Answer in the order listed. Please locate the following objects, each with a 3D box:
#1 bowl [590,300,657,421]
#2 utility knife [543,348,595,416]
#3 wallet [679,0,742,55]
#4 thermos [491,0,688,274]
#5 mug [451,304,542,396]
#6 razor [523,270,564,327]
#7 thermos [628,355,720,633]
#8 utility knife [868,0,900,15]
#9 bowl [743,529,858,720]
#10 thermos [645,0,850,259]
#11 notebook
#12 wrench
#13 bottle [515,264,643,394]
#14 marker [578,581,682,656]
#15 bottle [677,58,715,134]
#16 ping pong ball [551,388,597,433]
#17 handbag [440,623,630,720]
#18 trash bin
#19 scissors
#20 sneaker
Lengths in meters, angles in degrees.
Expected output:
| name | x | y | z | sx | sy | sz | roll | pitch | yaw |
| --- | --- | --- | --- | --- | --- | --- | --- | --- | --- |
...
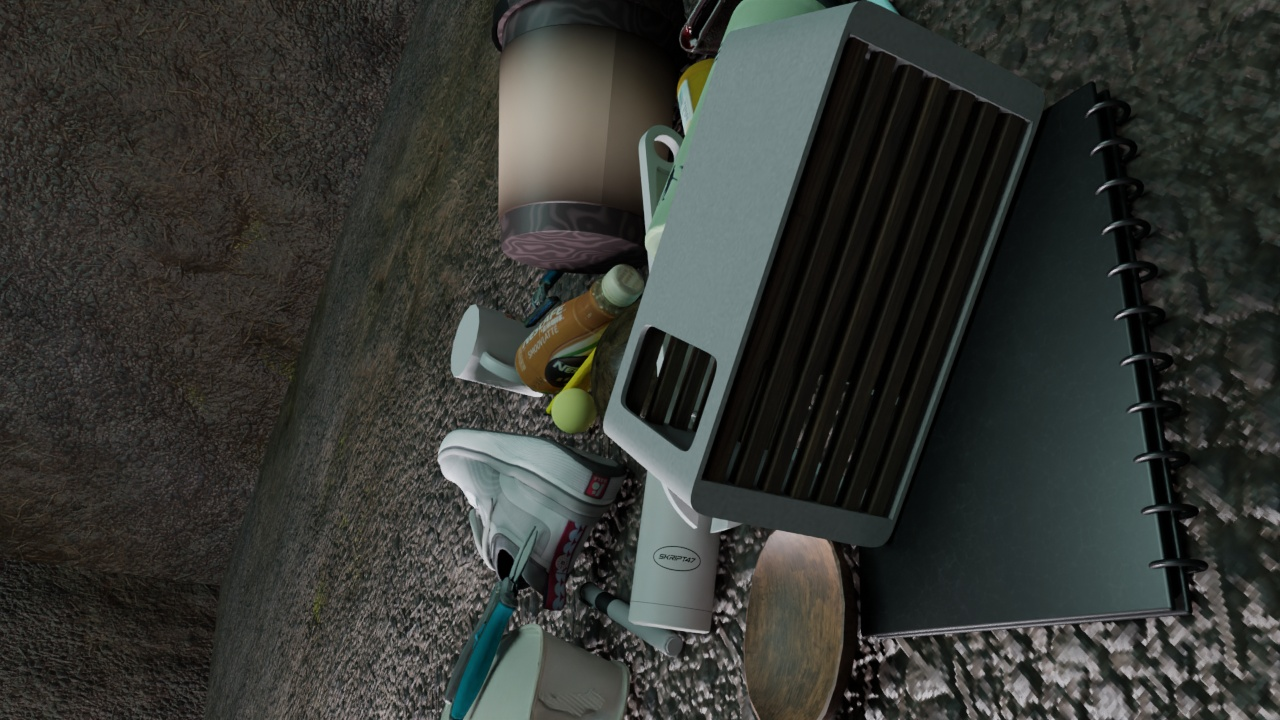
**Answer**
| name | x | y | z | sx | sy | sz | roll | pitch | yaw |
| --- | --- | --- | --- | --- | --- | --- | --- | --- | --- |
| bowl | -0.004 | 0.004 | 0.707 | 0.122 | 0.056 | 0.121 | -39 | 43 | 49 |
| utility knife | -0.031 | -0.007 | 0.794 | 0.207 | 0.030 | 0.018 | -53 | 58 | 39 |
| wallet | 0.082 | -0.274 | 0.657 | 0.031 | 0.099 | 0.120 | 42 | 119 | 14 |
| thermos | -0.047 | -0.200 | 0.791 | 0.173 | 0.172 | 0.226 | -14 | 71 | 60 |
| mug | -0.131 | -0.003 | 0.917 | 0.073 | 0.089 | 0.105 | -67 | 28 | 15 |
| razor | -0.080 | -0.081 | 0.877 | 0.042 | 0.022 | 0.143 | -41 | 15 | 31 |
| thermos | 0.032 | 0.063 | 0.610 | 0.052 | 0.052 | 0.224 | -19 | 59 | 59 |
| utility knife | 0.159 | -0.185 | 0.546 | 0.022 | 0.015 | 0.119 | -53 | 37 | 34 |
| bowl | 0.089 | 0.141 | 0.483 | 0.102 | 0.026 | 0.114 | 164 | 116 | -70 |
| thermos | 0.079 | -0.160 | 0.581 | 0.082 | 0.082 | 0.231 | -16 | 50 | 60 |
| notebook | 0.163 | 0.006 | 0.430 | 0.170 | 0.019 | 0.231 | -32 | 49 | 55 |
| wrench | 0.034 | -0.028 | 0.589 | 0.018 | 0.086 | 0.273 | -31 | 57 | 54 |
| bottle | -0.053 | -0.029 | 0.815 | 0.168 | 0.059 | 0.059 | -42 | 41 | 46 |
| marker | -0.010 | 0.186 | 0.665 | 0.141 | 0.016 | 0.016 | 4 | 80 | 63 |
| bottle | 0.063 | -0.141 | 0.659 | 0.053 | 0.053 | 0.185 | -48 | 37 | 41 |
| ping pong ball | -0.058 | 0.044 | 0.807 | 0.040 | 0.040 | 0.040 | -39 | 43 | 49 |
| handbag | -0.089 | 0.302 | 0.649 | 0.201 | 0.093 | 0.199 | -39 | 26 | 49 |
| trash bin | 0.083 | -0.041 | 0.463 | 0.114 | 0.114 | 0.229 | 31 | 105 | 65 |
| scissors | -0.111 | 0.199 | 0.680 | 0.132 | 0.019 | 0.147 | -51 | 20 | 37 |
| sneaker | -0.112 | 0.130 | 0.799 | 0.264 | 0.096 | 0.128 | 3 | 74 | 56 |
